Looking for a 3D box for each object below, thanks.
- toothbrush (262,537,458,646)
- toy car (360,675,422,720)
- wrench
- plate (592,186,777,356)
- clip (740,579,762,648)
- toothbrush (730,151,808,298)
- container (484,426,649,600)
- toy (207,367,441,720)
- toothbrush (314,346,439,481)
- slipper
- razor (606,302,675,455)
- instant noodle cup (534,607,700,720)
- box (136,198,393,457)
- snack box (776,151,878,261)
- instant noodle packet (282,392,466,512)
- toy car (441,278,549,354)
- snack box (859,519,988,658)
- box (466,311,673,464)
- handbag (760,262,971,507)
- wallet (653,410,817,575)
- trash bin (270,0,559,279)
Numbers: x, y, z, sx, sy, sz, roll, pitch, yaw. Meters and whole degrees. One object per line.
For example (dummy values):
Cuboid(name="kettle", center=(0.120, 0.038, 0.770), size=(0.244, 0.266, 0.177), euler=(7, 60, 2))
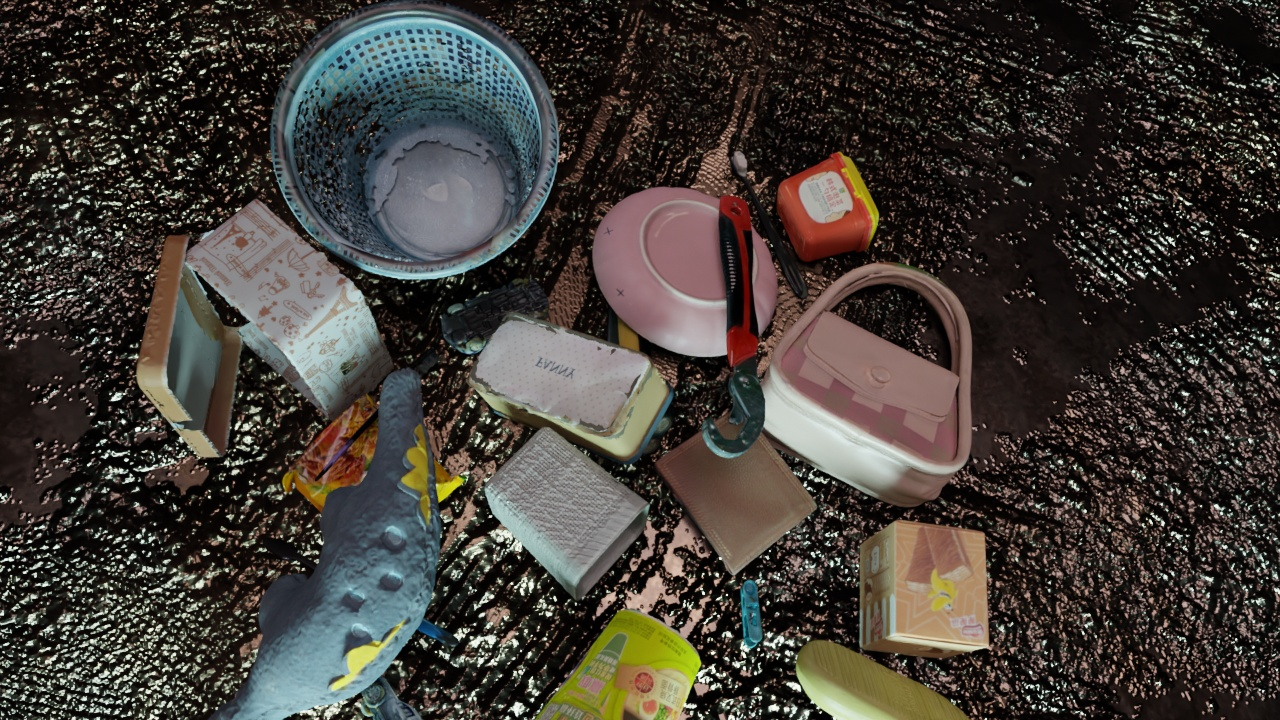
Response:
Cuboid(name="toothbrush", center=(-0.238, 0.197, 0.779), size=(0.189, 0.016, 0.014), euler=(27, 58, 3))
Cuboid(name="toy car", center=(-0.192, 0.290, 0.726), size=(0.034, 0.043, 0.090), euler=(-27, 71, -30))
Cuboid(name="wrench", center=(0.087, -0.039, 0.836), size=(0.056, 0.016, 0.272), euler=(13, 61, -16))
Cuboid(name="plate", center=(0.051, -0.096, 0.887), size=(0.192, 0.039, 0.192), euler=(9, 59, -16))
Cuboid(name="clip", center=(0.095, 0.219, 0.794), size=(0.014, 0.040, 0.056), euler=(2, 59, -5))
Cuboid(name="toothbrush", center=(0.134, -0.142, 0.953), size=(0.015, 0.018, 0.181), euler=(-17, 71, -15))
Cuboid(name="container", center=(-0.065, 0.127, 0.782), size=(0.114, 0.090, 0.090), euler=(40, 69, 14))
Cuboid(name="toy", center=(-0.234, 0.182, 0.717), size=(0.138, 0.091, 0.356), euler=(28, 84, 23))
Cuboid(name="toothbrush", center=(-0.226, 0.044, 0.803), size=(0.017, 0.014, 0.188), euler=(45, 40, -13))
Cuboid(name="slipper", center=(0.199, 0.301, 0.744), size=(0.190, 0.091, 0.082), euler=(31, 107, -2))
Cuboid(name="razor", center=(-0.005, 0.005, 0.859), size=(0.068, 0.062, 0.167), euler=(-18, 60, 22))
Cuboid(name="instant noodle cup", center=(-0.015, 0.267, 0.721), size=(0.112, 0.112, 0.123), euler=(31, 60, 8))
Cuboid(name="box", center=(-0.333, -0.009, 0.764), size=(0.153, 0.183, 0.177), euler=(37, 69, 11))
Cuboid(name="snack box", center=(0.186, -0.152, 0.928), size=(0.080, 0.082, 0.091), euler=(-19, 69, -2))
Cuboid(name="instant noodle packet", center=(-0.233, 0.105, 0.800), size=(0.128, 0.044, 0.110), euler=(39, 73, 11))
Cuboid(name="toy car", center=(-0.138, -0.041, 0.876), size=(0.105, 0.031, 0.049), euler=(-24, 68, -17))
Cuboid(name="snack box", center=(0.237, 0.196, 0.776), size=(0.077, 0.093, 0.094), euler=(8, 66, -2))
Cuboid(name="box", center=(-0.058, 0.023, 0.803), size=(0.184, 0.061, 0.089), euler=(21, 70, 30))
Cuboid(name="handbag", center=(0.229, 0.004, 0.871), size=(0.193, 0.094, 0.233), euler=(29, 61, 6))
Cuboid(name="wallet", center=(0.084, 0.115, 0.832), size=(0.101, 0.032, 0.124), euler=(-33, 73, -14))
Cuboid(name="trash bin", center=(-0.186, -0.172, 0.822), size=(0.226, 0.195, 0.226), euler=(0, 87, -5))
